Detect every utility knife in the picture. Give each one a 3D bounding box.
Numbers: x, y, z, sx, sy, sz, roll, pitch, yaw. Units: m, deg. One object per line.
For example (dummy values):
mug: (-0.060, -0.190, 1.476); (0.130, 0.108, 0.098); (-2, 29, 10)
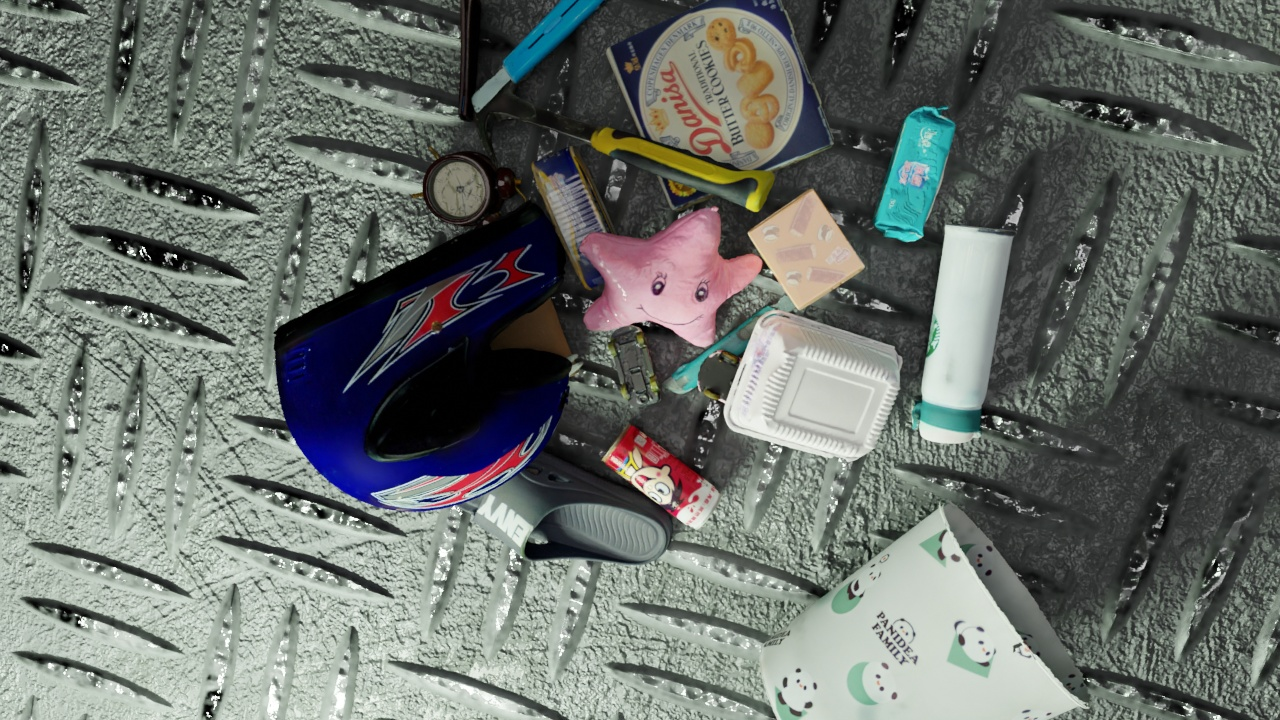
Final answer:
utility knife: (0.117, -0.031, 1.001); (0.223, 0.013, 0.029); (-38, 91, 12)
utility knife: (-0.105, -0.326, 0.944); (0.034, 0.018, 0.194); (42, 83, 8)

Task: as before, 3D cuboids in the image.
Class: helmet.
helmet: (-0.188, 0.014, 0.912); (0.315, 0.247, 0.240); (-29, 105, -5)

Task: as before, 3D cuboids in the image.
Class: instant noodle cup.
instant noodle cup: (0.188, 0.035, 0.953); (0.173, 0.060, 0.138); (16, 102, -14)

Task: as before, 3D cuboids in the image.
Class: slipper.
slipper: (-0.096, 0.173, 1.024); (0.268, 0.083, 0.111); (18, 116, 1)

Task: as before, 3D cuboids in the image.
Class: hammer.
hammer: (-0.025, -0.214, 0.916); (0.323, 0.032, 0.126); (23, 75, 17)

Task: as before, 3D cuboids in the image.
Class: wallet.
wallet: (-0.128, -0.026, 1.028); (0.090, 0.033, 0.115); (-19, 98, 14)
wallet: (-0.179, -0.313, 0.950); (0.020, 0.096, 0.122); (3, 101, -6)

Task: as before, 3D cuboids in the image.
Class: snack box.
snack box: (0.083, -0.270, 0.946); (0.183, 0.045, 0.178); (-22, 96, 11)
snack box: (0.167, -0.110, 0.933); (0.077, 0.092, 0.094); (-34, 88, 9)

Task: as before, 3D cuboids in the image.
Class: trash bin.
trash bin: (0.277, 0.307, 0.941); (0.252, 0.229, 0.229); (-39, 93, 17)

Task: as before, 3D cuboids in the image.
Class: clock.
clock: (-0.181, -0.181, 0.994); (0.122, 0.055, 0.082); (24, 102, 1)

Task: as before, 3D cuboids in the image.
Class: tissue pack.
tissue pack: (0.271, -0.185, 0.911); (0.050, 0.093, 0.133); (16, 103, 9)

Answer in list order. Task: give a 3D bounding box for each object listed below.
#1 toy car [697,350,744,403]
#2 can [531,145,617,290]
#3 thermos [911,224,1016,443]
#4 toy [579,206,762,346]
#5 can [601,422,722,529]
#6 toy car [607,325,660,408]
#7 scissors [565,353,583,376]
toy car: (0.121, 0.031, 0.999); (0.122, 0.037, 0.056); (25, 98, 0)
can: (-0.063, -0.151, 0.974); (0.049, 0.074, 0.148); (-23, 95, 9)
thermos: (0.329, -0.025, 0.946); (0.073, 0.073, 0.224); (7, 102, 7)
toy: (0.027, -0.089, 0.929); (0.194, 0.074, 0.179); (10, 130, -23)
can: (0.024, 0.130, 1.023); (0.133, 0.053, 0.053); (37, 103, 0)
toy car: (-0.006, 0.006, 1.015); (0.042, 0.035, 0.090); (-16, 92, 9)
scissors: (-0.163, 0.043, 1.031); (0.143, 0.021, 0.235); (37, 113, 6)
